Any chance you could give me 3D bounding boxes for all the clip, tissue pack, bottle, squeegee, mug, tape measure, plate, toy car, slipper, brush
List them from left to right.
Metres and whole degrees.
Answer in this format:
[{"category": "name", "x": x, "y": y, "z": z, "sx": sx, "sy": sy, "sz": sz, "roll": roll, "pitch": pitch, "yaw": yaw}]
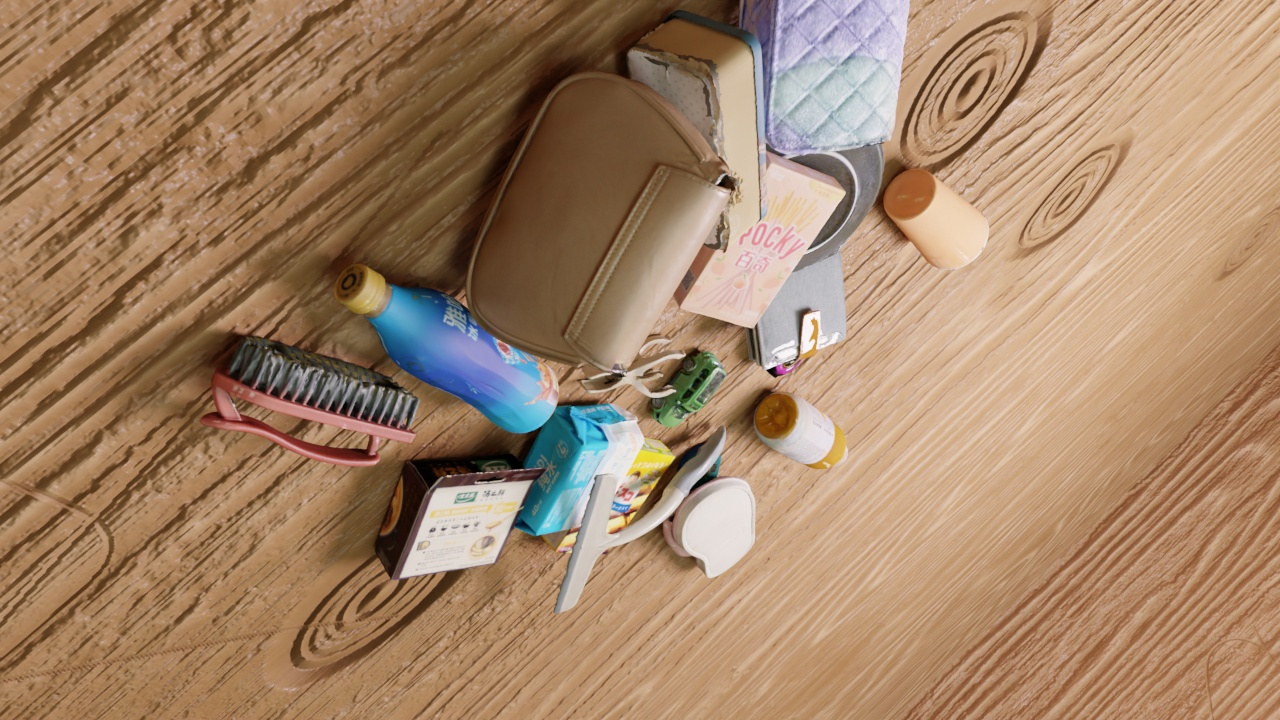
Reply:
[{"category": "brush", "x": -0.231, "y": 0.033, "z": 0.643, "sx": 0.145, "sy": 0.063, "sz": 0.069, "roll": 23, "pitch": 93, "yaw": -50}, {"category": "bottle", "x": -0.141, "y": -0.008, "z": 0.689, "sx": 0.065, "sy": 0.065, "sz": 0.218, "roll": -47, "pitch": 144, "yaw": 1}, {"category": "tissue pack", "x": -0.065, "y": 0.102, "z": 0.868, "sx": 0.089, "sy": 0.063, "sz": 0.140, "roll": 0, "pitch": 126, "yaw": -49}, {"category": "clip", "x": -0.002, "y": 0.000, "z": 0.861, "sx": 0.103, "sy": 0.035, "sz": 0.093, "roll": 14, "pitch": 118, "yaw": -41}, {"category": "squeegee", "x": 0.025, "y": 0.140, "z": 0.950, "sx": 0.245, "sy": 0.039, "sz": 0.247, "roll": -35, "pitch": 154, "yaw": -39}, {"category": "toy car", "x": 0.049, "y": 0.032, "z": 0.939, "sx": 0.091, "sy": 0.036, "sz": 0.043, "roll": -49, "pitch": 145, "yaw": 10}, {"category": "tape measure", "x": 0.069, "y": 0.122, "z": 1.050, "sx": 0.054, "sy": 0.025, "sz": 0.058, "roll": -21, "pitch": 136, "yaw": -31}, {"category": "slipper", "x": 0.085, "y": 0.196, "z": 1.109, "sx": 0.114, "sy": 0.054, "sz": 0.274, "roll": -38, "pitch": 151, "yaw": -6}, {"category": "tape measure", "x": 0.151, "y": -0.013, "z": 0.991, "sx": 0.057, "sy": 0.039, "sz": 0.058, "roll": -35, "pitch": 147, "yaw": -15}, {"category": "plate", "x": 0.137, "y": -0.143, "z": 0.818, "sx": 0.179, "sy": 0.024, "sz": 0.180, "roll": -10, "pitch": 135, "yaw": -11}, {"category": "bottle", "x": 0.202, "y": 0.092, "z": 1.114, "sx": 0.068, "sy": 0.068, "sz": 0.189, "roll": -51, "pitch": 143, "yaw": 7}, {"category": "mug", "x": 0.316, "y": -0.156, "z": 0.991, "sx": 0.122, "sy": 0.078, "sz": 0.078, "roll": 24, "pitch": 106, "yaw": -47}]

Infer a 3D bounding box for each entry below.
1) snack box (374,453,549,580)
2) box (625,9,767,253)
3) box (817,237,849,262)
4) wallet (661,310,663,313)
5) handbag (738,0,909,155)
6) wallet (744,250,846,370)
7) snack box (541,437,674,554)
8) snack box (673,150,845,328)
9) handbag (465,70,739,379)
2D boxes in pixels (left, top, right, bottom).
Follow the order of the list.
[{"category": "snack box", "x": -0.159, "y": 0.131, "z": 0.814, "sx": 0.113, "sy": 0.053, "sz": 0.126, "roll": 1, "pitch": 122, "yaw": -45}, {"category": "box", "x": 0.045, "y": -0.173, "z": 0.692, "sx": 0.059, "sy": 0.090, "sz": 0.184, "roll": -42, "pitch": 147, "yaw": -26}, {"category": "box", "x": 0.174, "y": -0.158, "z": 0.863, "sx": 0.071, "sy": 0.057, "sz": 0.164, "roll": -15, "pitch": 139, "yaw": 0}, {"category": "wallet", "x": -0.025, "y": -0.067, "z": 0.788, "sx": 0.122, "sy": 0.020, "sz": 0.096, "roll": -20, "pitch": 136, "yaw": -34}, {"category": "handbag", "x": 0.141, "y": -0.259, "z": 0.691, "sx": 0.134, "sy": 0.075, "sz": 0.194, "roll": -11, "pitch": 122, "yaw": -20}, {"category": "wallet", "x": 0.161, "y": -0.053, "z": 0.934, "sx": 0.129, "sy": 0.037, "sz": 0.106, "roll": -17, "pitch": 104, "yaw": -34}, {"category": "snack box", "x": -0.034, "y": 0.141, "z": 0.963, "sx": 0.086, "sy": 0.034, "sz": 0.140, "roll": 18, "pitch": 109, "yaw": -51}, {"category": "snack box", "x": 0.101, "y": -0.102, "z": 0.808, "sx": 0.084, "sy": 0.026, "sz": 0.158, "roll": 13, "pitch": 126, "yaw": -28}, {"category": "handbag", "x": -0.029, "y": -0.094, "z": 0.655, "sx": 0.205, "sy": 0.148, "sz": 0.099, "roll": -59, "pitch": 166, "yaw": 19}]
